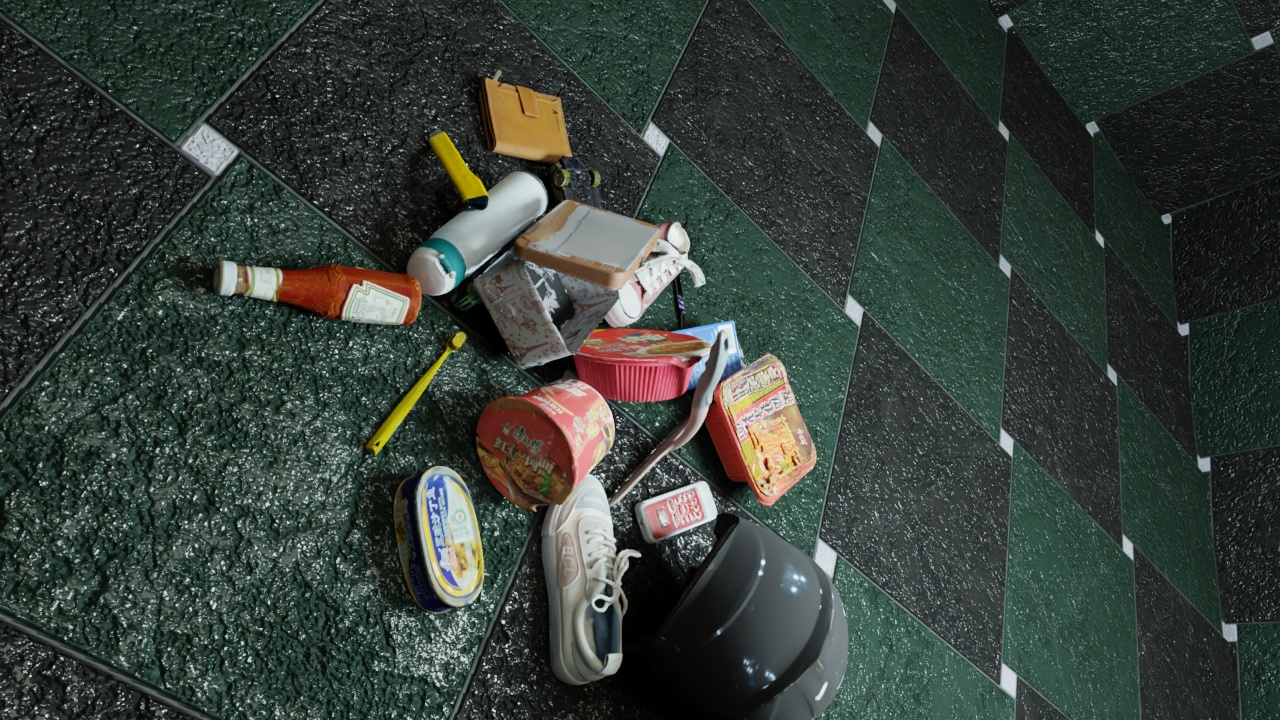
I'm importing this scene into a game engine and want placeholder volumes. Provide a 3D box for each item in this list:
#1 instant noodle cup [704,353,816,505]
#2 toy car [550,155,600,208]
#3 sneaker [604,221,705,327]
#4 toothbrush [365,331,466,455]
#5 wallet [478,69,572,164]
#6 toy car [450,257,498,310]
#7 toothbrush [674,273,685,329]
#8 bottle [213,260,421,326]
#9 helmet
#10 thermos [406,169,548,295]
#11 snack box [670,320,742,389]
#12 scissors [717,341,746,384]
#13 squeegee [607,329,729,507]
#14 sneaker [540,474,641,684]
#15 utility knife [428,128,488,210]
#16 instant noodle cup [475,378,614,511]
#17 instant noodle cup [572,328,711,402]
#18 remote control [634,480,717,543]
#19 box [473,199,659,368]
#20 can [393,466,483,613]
[{"bbox_3d":[0.167,0.100,1.320,0.164,0.079,0.189,-27,95,-46],"label":"instant noodle cup"},{"bbox_3d":[-0.084,-0.203,1.260,0.070,0.042,0.158,-9,88,-45],"label":"toy car"},{"bbox_3d":[0.021,-0.132,1.281,0.118,0.088,0.240,61,39,-19],"label":"sneaker"},{"bbox_3d":[-0.246,0.032,1.021,0.015,0.017,0.189,45,47,-17],"label":"toothbrush"},{"bbox_3d":[-0.159,-0.331,1.263,0.130,0.035,0.119,0,77,-43],"label":"wallet"},{"bbox_3d":[-0.192,-0.090,1.108,0.036,0.043,0.091,55,42,-17],"label":"toy car"},{"bbox_3d":[0.060,-0.091,1.363,0.014,0.017,0.188,13,61,-39],"label":"toothbrush"},{"bbox_3d":[-0.334,-0.073,0.961,0.205,0.060,0.059,6,67,-37],"label":"bottle"},{"bbox_3d":[0.127,0.323,1.063,0.233,0.230,0.275,-49,141,-19],"label":"helmet"},{"bbox_3d":[-0.198,-0.155,1.114,0.073,0.073,0.223,51,44,-13],"label":"thermos"},{"bbox_3d":[0.078,-0.005,1.308,0.156,0.026,0.084,-11,92,-39],"label":"snack box"},{"bbox_3d":[0.166,0.019,1.411,0.159,0.014,0.175,-30,93,-46],"label":"scissors"},{"bbox_3d":[0.066,0.056,1.139,0.040,0.250,0.246,36,44,12],"label":"squeegee"},{"bbox_3d":[-0.055,0.240,1.048,0.089,0.091,0.241,19,59,-37],"label":"sneaker"},{"bbox_3d":[-0.225,-0.236,1.126,0.033,0.015,0.164,-15,53,-26],"label":"utility knife"},{"bbox_3d":[-0.103,0.086,1.052,0.108,0.138,0.138,-33,95,-54],"label":"instant noodle cup"},{"bbox_3d":[-0.007,0.007,1.162,0.193,0.194,0.066,-9,106,-45],"label":"instant noodle cup"},{"bbox_3d":[0.049,0.199,1.214,0.135,0.020,0.056,-10,78,-45],"label":"remote control"},{"bbox_3d":[-0.069,-0.111,1.096,0.153,0.181,0.182,64,29,-19],"label":"box"},{"bbox_3d":[-0.210,0.187,0.959,0.074,0.049,0.148,-1,72,-43],"label":"can"}]
